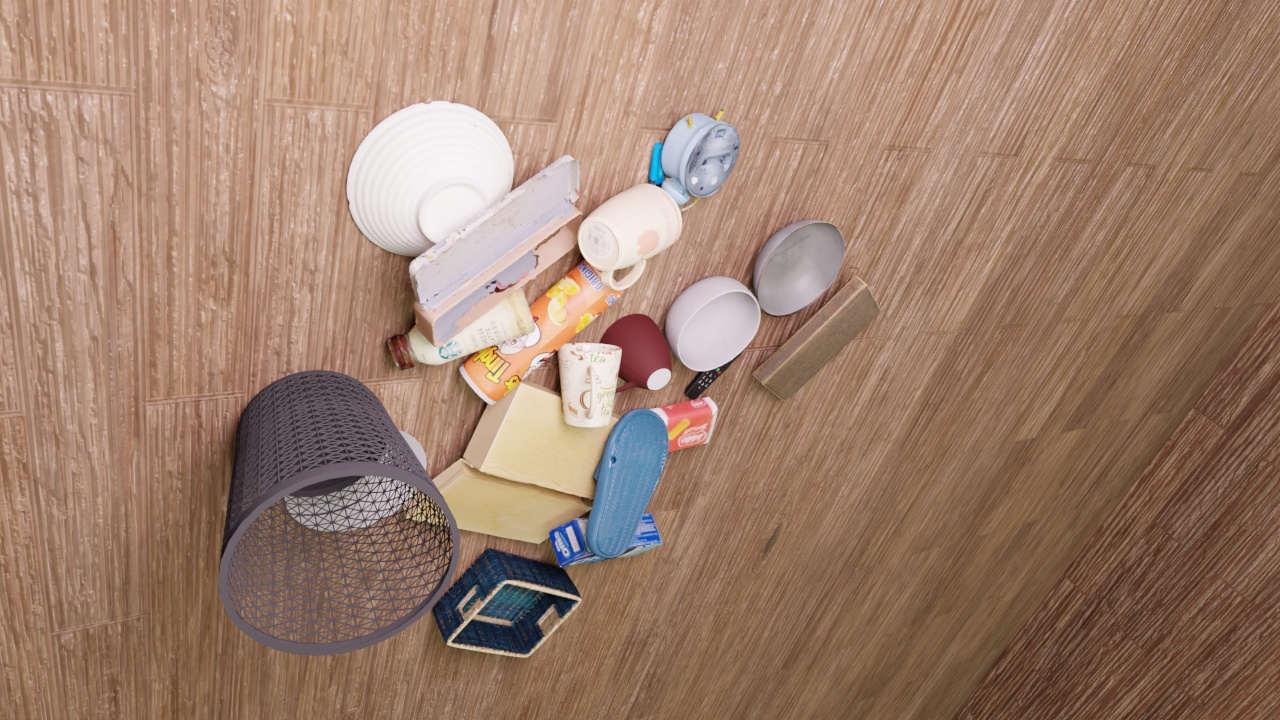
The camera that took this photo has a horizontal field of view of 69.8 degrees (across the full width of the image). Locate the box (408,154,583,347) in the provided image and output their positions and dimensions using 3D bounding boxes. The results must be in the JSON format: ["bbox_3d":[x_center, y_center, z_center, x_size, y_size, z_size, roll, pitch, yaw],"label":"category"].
[{"bbox_3d":[-0.145,-0.113,0.961,0.215,0.043,0.149,-40,171,-23],"label":"box"}]

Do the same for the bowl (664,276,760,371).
[{"bbox_3d":[0.090,-0.057,1.239,0.131,0.064,0.132,-20,136,-21],"label":"bowl"}]

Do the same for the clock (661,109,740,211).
[{"bbox_3d":[0.065,-0.227,1.063,0.088,0.052,0.125,-23,138,-41],"label":"clock"}]

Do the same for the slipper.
[{"bbox_3d":[-0.028,0.166,1.266,0.103,0.059,0.213,27,78,-39],"label":"slipper"}]

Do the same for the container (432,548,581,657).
[{"bbox_3d":[-0.204,0.376,1.417,0.145,0.071,0.187,-47,139,10],"label":"container"}]

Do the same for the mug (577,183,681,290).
[{"bbox_3d":[-0.017,-0.134,1.045,0.104,0.085,0.112,-35,139,-46],"label":"mug"}]

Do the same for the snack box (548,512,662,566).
[{"bbox_3d":[-0.048,0.269,1.393,0.059,0.059,0.226,-27,161,23],"label":"snack box"}]

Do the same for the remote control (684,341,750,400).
[{"bbox_3d":[0.112,0.008,1.356,0.125,0.010,0.039,-48,139,11],"label":"remote control"}]

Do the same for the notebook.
[{"bbox_3d":[0.263,-0.036,1.373,0.215,0.034,0.190,-44,155,6],"label":"notebook"}]

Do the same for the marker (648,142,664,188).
[{"bbox_3d":[0.017,-0.201,1.092,0.018,0.015,0.123,-17,135,-28],"label":"marker"}]

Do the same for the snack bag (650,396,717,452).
[{"bbox_3d":[0.057,0.100,1.381,0.115,0.036,0.077,-10,131,-29],"label":"snack bag"}]

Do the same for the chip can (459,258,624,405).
[{"bbox_3d":[-0.119,-0.037,1.107,0.210,0.062,0.062,-40,139,2],"label":"chip can"}]

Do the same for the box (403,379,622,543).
[{"bbox_3d":[-0.150,0.153,1.256,0.261,0.096,0.247,-46,138,18],"label":"box"}]

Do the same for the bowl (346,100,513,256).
[{"bbox_3d":[-0.199,-0.164,0.927,0.177,0.071,0.178,-20,137,-20],"label":"bowl"}]

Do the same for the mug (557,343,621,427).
[{"bbox_3d":[-0.062,0.035,1.147,0.081,0.122,0.097,1,99,-10],"label":"mug"}]

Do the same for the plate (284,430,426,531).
[{"bbox_3d":[-0.352,0.143,1.136,0.172,0.019,0.173,-20,136,-20],"label":"plate"}]

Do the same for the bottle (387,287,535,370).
[{"bbox_3d":[-0.204,-0.033,1.045,0.162,0.056,0.057,-20,137,-6],"label":"bottle"}]

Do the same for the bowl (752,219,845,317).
[{"bbox_3d":[0.205,-0.135,1.256,0.150,0.056,0.151,-21,136,-22],"label":"bowl"}]

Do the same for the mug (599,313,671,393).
[{"bbox_3d":[-0.007,0.007,1.209,0.114,0.088,0.087,-41,139,3],"label":"mug"}]

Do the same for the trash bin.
[{"bbox_3d":[-0.326,0.138,0.956,0.216,0.243,0.217,-12,122,-20],"label":"trash bin"}]

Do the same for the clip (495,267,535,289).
[{"bbox_3d":[-0.149,-0.102,1.061,0.057,0.035,0.022,-14,131,-33],"label":"clip"}]
